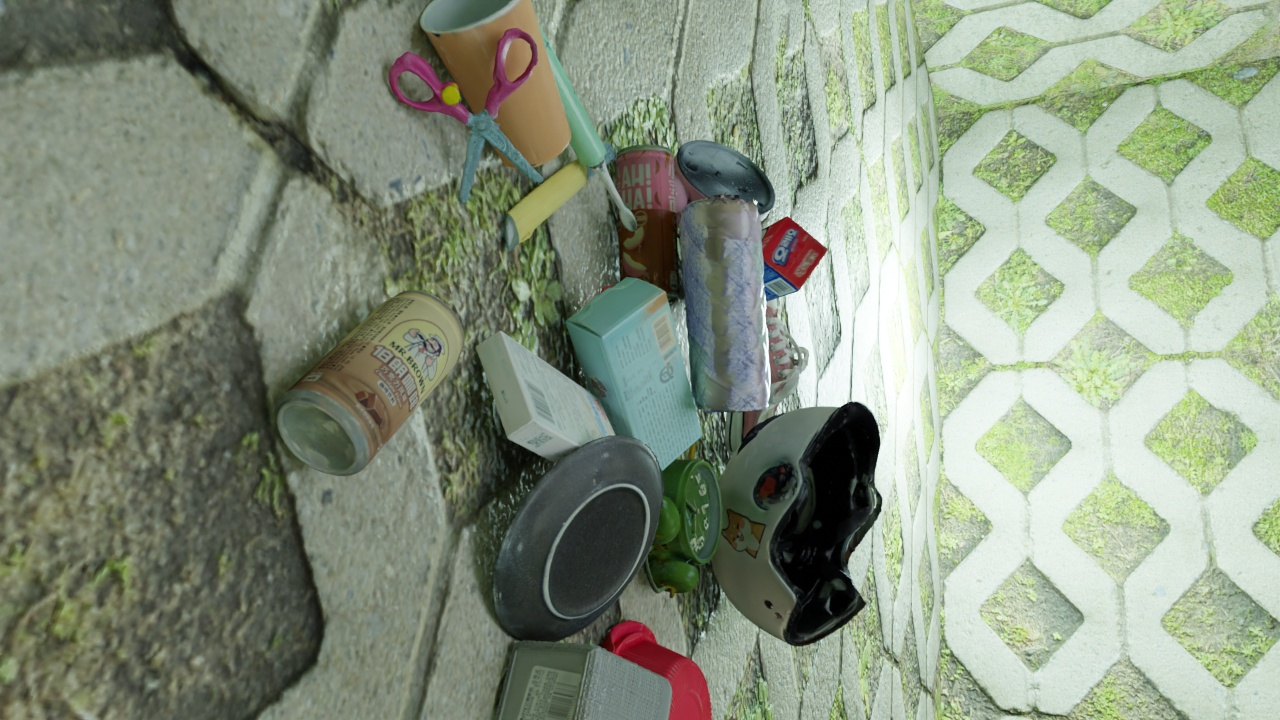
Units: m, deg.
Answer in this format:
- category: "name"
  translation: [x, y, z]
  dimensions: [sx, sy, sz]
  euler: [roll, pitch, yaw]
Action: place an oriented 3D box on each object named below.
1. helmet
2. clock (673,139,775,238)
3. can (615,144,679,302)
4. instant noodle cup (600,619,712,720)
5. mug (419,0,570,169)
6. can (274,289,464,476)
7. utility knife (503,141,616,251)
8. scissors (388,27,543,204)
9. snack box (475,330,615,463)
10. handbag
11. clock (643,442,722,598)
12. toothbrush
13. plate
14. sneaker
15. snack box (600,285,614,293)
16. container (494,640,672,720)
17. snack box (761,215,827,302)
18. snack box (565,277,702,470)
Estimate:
- category: "helmet"
  translation: [0.163, 0.174, 1.040]
  dimensions: [0.229, 0.157, 0.274]
  euler: [15, 83, -54]
- category: "clock"
  translation: [0.071, -0.167, 0.971]
  dimensions: [0.158, 0.117, 0.060]
  euler: [-47, 172, -48]
- category: "can"
  translation: [0.007, -0.130, 0.888]
  dimensions: [0.057, 0.058, 0.147]
  euler: [5, 82, -64]
- category: "instant noodle cup"
  translation: [0.012, 0.334, 0.822]
  dimensions: [0.193, 0.066, 0.193]
  euler: [18, 69, -61]
- category: "mug"
  translation: [-0.098, -0.206, 0.669]
  dimensions: [0.123, 0.078, 0.078]
  euler: [66, 32, -44]
- category: "can"
  translation: [-0.153, 0.010, 0.531]
  dimensions: [0.116, 0.059, 0.058]
  euler: [-59, 138, -50]
- category: "utility knife"
  translation: [-0.063, -0.150, 0.790]
  dimensions: [0.219, 0.022, 0.031]
  euler: [-48, 132, -48]
- category: "scissors"
  translation: [-0.106, -0.171, 0.631]
  dimensions: [0.133, 0.130, 0.017]
  euler: [40, 15, -38]
- category: "snack box"
  translation: [-0.063, 0.043, 0.708]
  dimensions: [0.156, 0.027, 0.084]
  euler: [41, 20, -56]
- category: "handbag"
  translation: [0.079, -0.052, 0.852]
  dimensions: [0.134, 0.075, 0.194]
  euler: [-100, -175, -86]
- category: "clock"
  translation: [0.033, 0.159, 0.900]
  dimensions: [0.160, 0.056, 0.116]
  euler: [-56, 134, -52]
- category: "toothbrush"
  translation: [-0.054, -0.200, 0.785]
  dimensions: [0.224, 0.026, 0.027]
  euler: [59, 12, -34]
- category: "plate"
  translation: [-0.038, 0.143, 0.704]
  dimensions: [0.179, 0.024, 0.180]
  euler: [-25, 128, -38]
- category: "sneaker"
  translation: [0.157, 0.006, 1.114]
  dimensions: [0.118, 0.088, 0.241]
  euler: [3, 91, -54]
- category: "snack box"
  translation: [-0.005, 0.005, 0.880]
  dimensions: [0.153, 0.025, 0.075]
  euler: [60, 35, -43]
- category: "container"
  translation: [-0.045, 0.265, 0.689]
  dimensions: [0.114, 0.090, 0.090]
  euler: [49, 43, -46]
- category: "snack box"
  translation: [0.123, -0.096, 0.983]
  dimensions: [0.057, 0.208, 0.058]
  euler: [37, 79, -8]
- category: "snack box"
  translation: [-0.002, 0.019, 0.806]
  dimensions: [0.074, 0.052, 0.175]
  euler: [-37, 131, -26]
